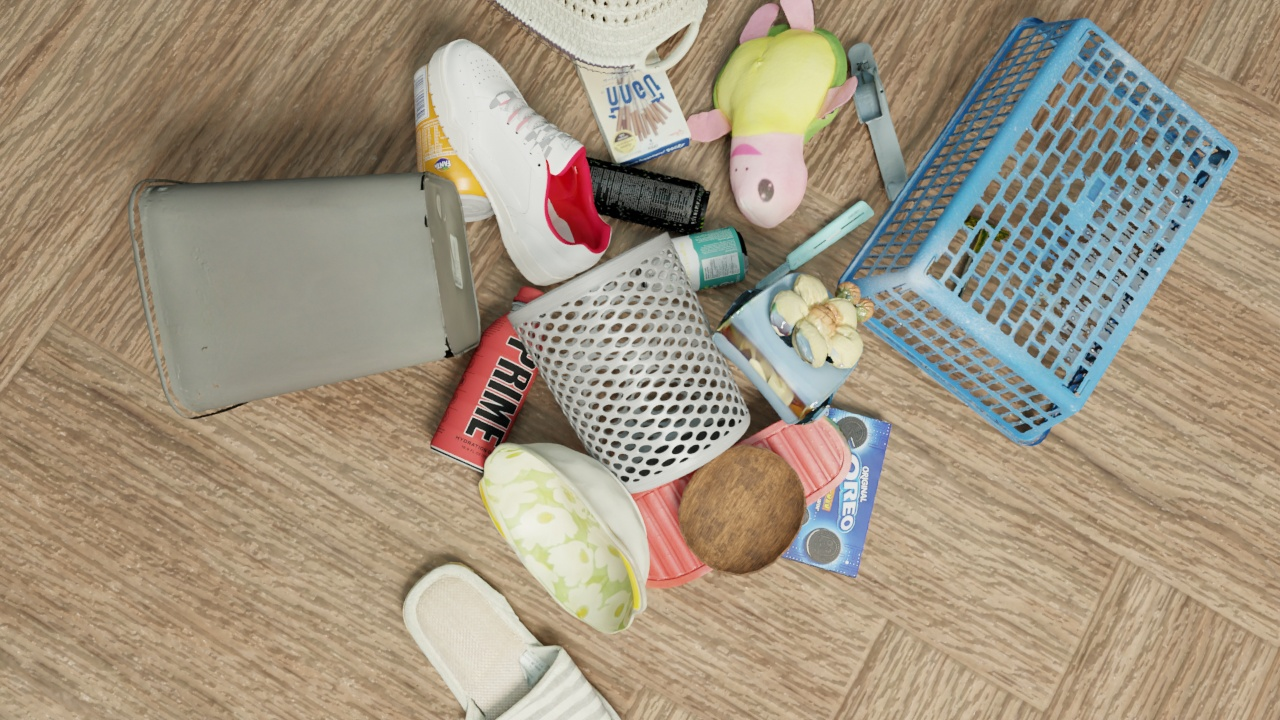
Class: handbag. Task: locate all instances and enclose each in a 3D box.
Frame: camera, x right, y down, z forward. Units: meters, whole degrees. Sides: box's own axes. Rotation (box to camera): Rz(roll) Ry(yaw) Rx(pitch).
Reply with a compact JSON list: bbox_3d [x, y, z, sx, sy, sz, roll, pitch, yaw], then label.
[{"bbox_3d":[0.145,-0.023,0.806,0.119,0.191,0.122,-44,82,23],"label":"handbag"}]

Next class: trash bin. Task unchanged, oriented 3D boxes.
[{"bbox_3d":[-0.005,0.005,0.806,0.156,0.156,0.183,-28,97,-6],"label":"trash bin"},{"bbox_3d":[-0.266,-0.068,0.784,0.220,0.197,0.197,-8,97,1],"label":"trash bin"}]

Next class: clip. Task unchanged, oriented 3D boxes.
[{"bbox_3d":[0.219,-0.250,0.875,0.031,0.164,0.172,-17,75,18],"label":"clip"}]

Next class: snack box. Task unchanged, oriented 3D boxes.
[{"bbox_3d":[-0.013,-0.275,0.932,0.082,0.026,0.150,-20,81,-5],"label":"snack box"},{"bbox_3d":[0.181,0.122,0.868,0.082,0.027,0.150,14,81,2],"label":"snack box"}]

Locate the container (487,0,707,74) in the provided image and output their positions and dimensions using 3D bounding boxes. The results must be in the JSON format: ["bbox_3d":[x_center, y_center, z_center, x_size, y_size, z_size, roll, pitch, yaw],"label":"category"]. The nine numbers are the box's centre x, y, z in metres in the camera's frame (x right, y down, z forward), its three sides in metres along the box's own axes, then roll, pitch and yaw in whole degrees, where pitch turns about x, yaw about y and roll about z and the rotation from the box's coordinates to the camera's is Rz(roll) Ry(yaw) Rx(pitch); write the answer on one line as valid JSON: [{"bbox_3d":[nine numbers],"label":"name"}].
[{"bbox_3d":[-0.051,-0.403,0.876,0.251,0.143,0.184,41,63,14],"label":"container"}]

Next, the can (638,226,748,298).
[{"bbox_3d":[0.050,-0.094,0.888,0.101,0.055,0.055,-12,81,-4],"label":"can"}]

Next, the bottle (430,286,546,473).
[{"bbox_3d":[-0.133,0.015,0.861,0.062,0.062,0.176,24,80,3],"label":"bottle"}]

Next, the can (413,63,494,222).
[{"bbox_3d":[-0.177,-0.213,0.891,0.079,0.079,0.142,-5,80,-2],"label":"can"}]

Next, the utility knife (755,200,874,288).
[{"bbox_3d":[0.171,-0.113,0.916,0.147,0.015,0.022,-36,114,-6],"label":"utility knife"}]

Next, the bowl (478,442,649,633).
[{"bbox_3d":[-0.053,0.141,0.794,0.060,0.220,0.188,-34,121,-32],"label":"bowl"}]

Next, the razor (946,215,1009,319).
[{"bbox_3d":[0.326,-0.089,0.912,0.042,0.026,0.106,25,85,1],"label":"razor"}]

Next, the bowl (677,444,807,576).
[{"bbox_3d":[0.089,0.130,0.802,0.102,0.026,0.114,38,94,10],"label":"bowl"}]

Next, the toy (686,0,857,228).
[{"bbox_3d":[0.133,-0.250,0.897,0.190,0.087,0.238,-3,77,36],"label":"toy"}]

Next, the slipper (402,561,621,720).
[{"bbox_3d":[-0.109,0.296,0.821,0.114,0.054,0.272,-45,83,-3],"label":"slipper"}]

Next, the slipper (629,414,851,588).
[{"bbox_3d":[0.078,0.129,0.848,0.249,0.059,0.103,-29,82,9],"label":"slipper"}]

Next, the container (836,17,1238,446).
[{"bbox_3d":[0.388,-0.131,0.862,0.257,0.089,0.361,37,81,-7],"label":"container"}]

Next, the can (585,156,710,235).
[{"bbox_3d":[-0.003,-0.161,0.899,0.138,0.054,0.054,13,80,1],"label":"can"}]

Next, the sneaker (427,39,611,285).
[{"bbox_3d":[-0.097,-0.190,0.830,0.090,0.105,0.236,-33,102,-47],"label":"sneaker"}]
